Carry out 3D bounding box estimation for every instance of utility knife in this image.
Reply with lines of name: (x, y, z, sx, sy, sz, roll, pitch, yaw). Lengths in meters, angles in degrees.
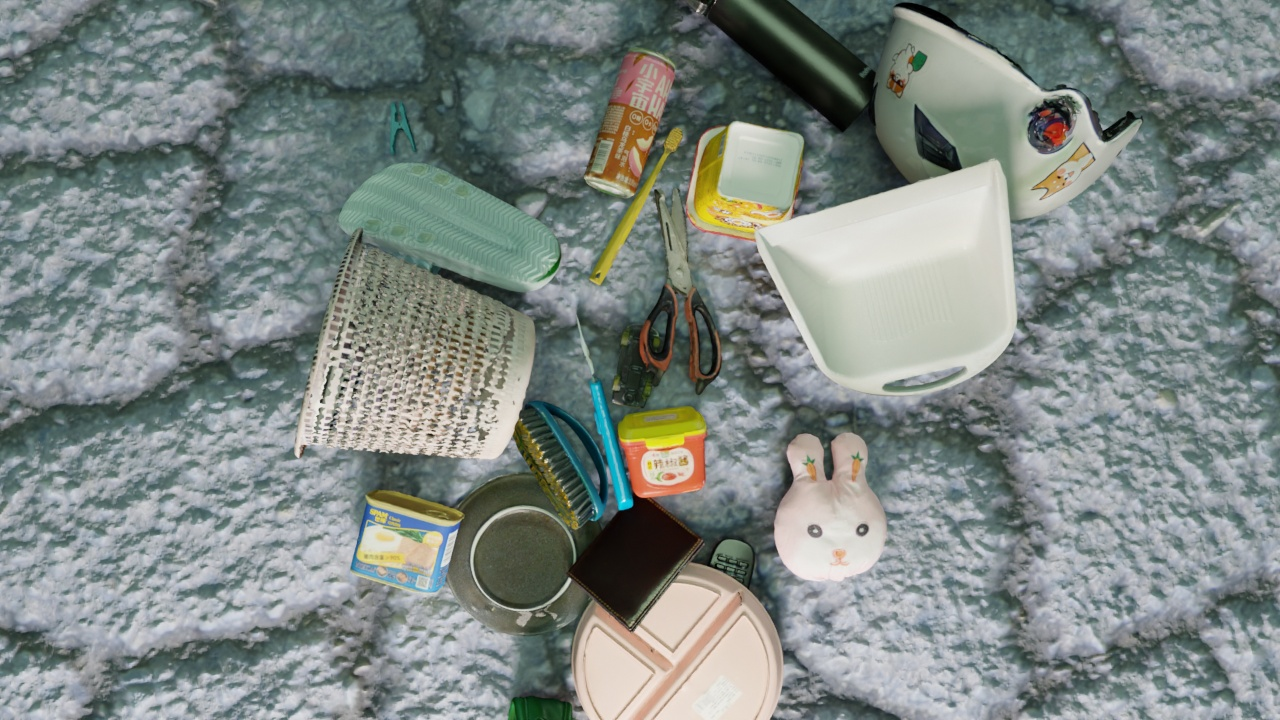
utility knife: (-0.042, 0.053, 0.980, 0.018, 0.034, 0.216, -14, 84, -6)

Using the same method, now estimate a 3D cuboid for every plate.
plate: (0.038, 0.329, 0.980, 0.229, 0.028, 0.229, 0, 94, 5)
plate: (-0.126, 0.211, 0.990, 0.179, 0.024, 0.179, 0, 91, -3)

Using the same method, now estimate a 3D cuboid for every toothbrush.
toothbrush: (-0.004, -0.168, 0.991, 0.015, 0.016, 0.190, 29, 90, -2)

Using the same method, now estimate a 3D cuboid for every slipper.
slipper: (-0.193, -0.131, 0.952, 0.245, 0.074, 0.103, 22, 67, 13)

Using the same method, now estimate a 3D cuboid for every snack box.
snack box: (0.026, 0.097, 0.970, 0.091, 0.082, 0.080, -8, 105, -1)

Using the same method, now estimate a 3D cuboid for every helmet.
helmet: (0.332, -0.226, 0.908, 0.273, 0.230, 0.157, 11, 117, -33)

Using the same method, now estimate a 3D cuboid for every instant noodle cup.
instant noodle cup: (0.113, -0.188, 0.942, 0.116, 0.123, 0.116, 11, 90, -3)

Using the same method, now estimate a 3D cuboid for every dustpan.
dustpan: (0.259, -0.055, 0.903, 0.223, 0.257, 0.142, -14, 75, 19)

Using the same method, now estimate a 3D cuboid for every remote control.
remote control: (0.088, 0.257, 0.998, 0.053, 0.024, 0.136, 16, 93, -1)

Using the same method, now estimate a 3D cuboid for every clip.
clip: (-0.257, -0.249, 0.982, 0.038, 0.013, 0.055, -9, 91, -3)

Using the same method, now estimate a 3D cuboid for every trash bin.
trash bin: (-0.214, 0.005, 0.902, 0.192, 0.227, 0.227, 15, 90, -15)

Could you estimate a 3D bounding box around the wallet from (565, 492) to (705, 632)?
wallet: (-0.006, 0.209, 0.968, 0.096, 0.020, 0.122, 36, 77, 21)

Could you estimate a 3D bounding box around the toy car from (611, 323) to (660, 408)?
toy car: (-0.006, 0.006, 0.985, 0.042, 0.035, 0.090, 12, 80, -6)

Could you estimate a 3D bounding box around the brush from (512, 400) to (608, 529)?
brush: (-0.079, 0.104, 0.974, 0.073, 0.055, 0.144, -28, 84, -29)

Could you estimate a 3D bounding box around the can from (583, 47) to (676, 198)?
can: (-0.011, -0.250, 0.969, 0.058, 0.058, 0.147, 19, 90, -3)

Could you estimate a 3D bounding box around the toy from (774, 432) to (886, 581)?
toy: (0.203, 0.157, 0.990, 0.121, 0.054, 0.159, -3, 83, -3)

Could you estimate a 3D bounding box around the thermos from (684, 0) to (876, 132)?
thermos: (0.137, -0.336, 0.963, 0.242, 0.069, 0.089, 38, 54, -2)

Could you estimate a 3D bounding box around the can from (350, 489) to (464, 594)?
can: (-0.247, 0.191, 0.966, 0.102, 0.057, 0.083, 16, 93, 4)

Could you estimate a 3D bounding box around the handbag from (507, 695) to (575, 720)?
handbag: (-0.107, 0.421, 0.947, 0.068, 0.120, 0.131, 7, 89, -8)

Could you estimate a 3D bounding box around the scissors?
scissors: (0.032, -0.074, 0.980, 0.202, 0.015, 0.203, 47, 66, -15)
